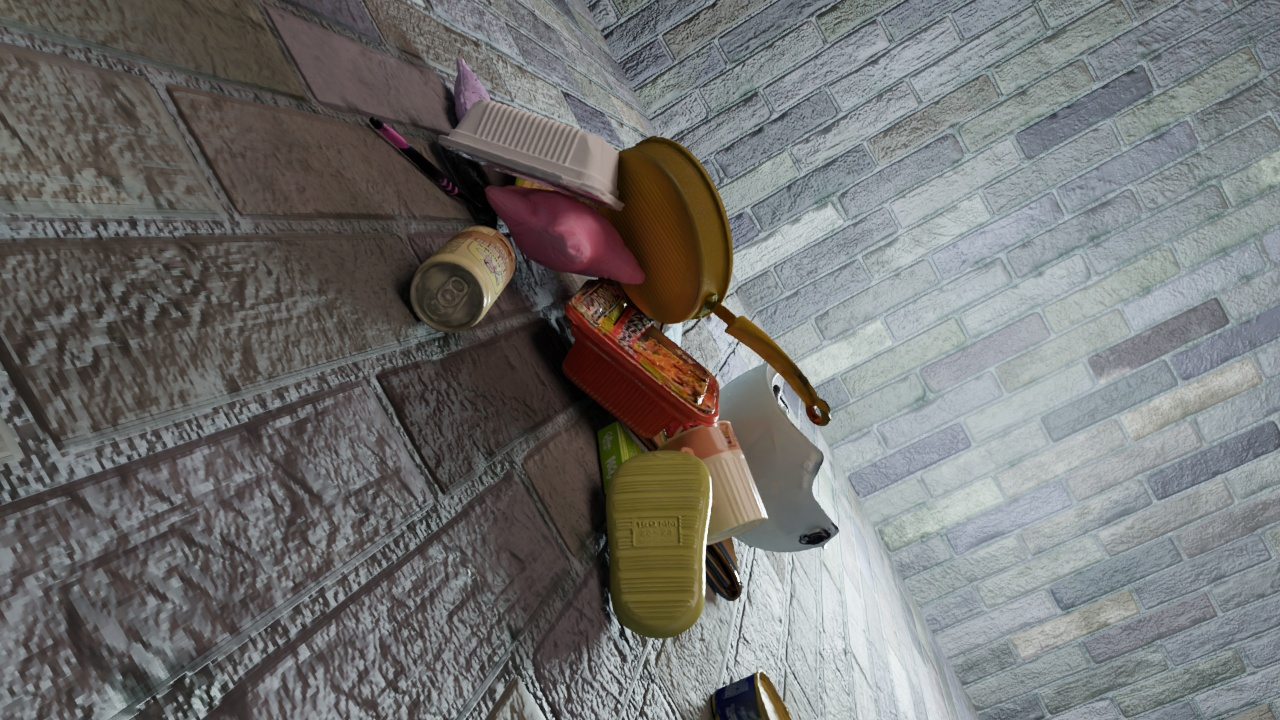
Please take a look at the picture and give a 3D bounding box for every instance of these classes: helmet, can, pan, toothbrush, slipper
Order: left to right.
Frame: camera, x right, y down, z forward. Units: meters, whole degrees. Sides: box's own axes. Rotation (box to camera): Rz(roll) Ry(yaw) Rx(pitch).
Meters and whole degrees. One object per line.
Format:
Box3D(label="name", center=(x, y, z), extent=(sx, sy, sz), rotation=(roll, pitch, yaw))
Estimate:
Box3D(label="toothbrush", center=(-0.183, -0.165, 0.837), extent=(0.189, 0.014, 0.017), rotation=(39, 35, -57))
Box3D(label="can", center=(-0.135, -0.065, 0.710), extent=(0.058, 0.058, 0.116), rotation=(58, 14, -15))
Box3D(label="slipper", center=(0.014, 0.161, 0.780), extent=(0.190, 0.091, 0.082), rotation=(-86, 178, -49))
Box3D(label="pan", center=(0.075, -0.073, 0.956), extent=(0.357, 0.078, 0.198), rotation=(60, -28, 15))
Box3D(label="helmet", center=(0.145, 0.139, 1.155), extent=(0.259, 0.146, 0.228), rotation=(71, 4, -46))
Box3D(label="can", center=(0.117, 0.355, 0.815), extent=(0.148, 0.049, 0.074), rotation=(64, 14, 13))

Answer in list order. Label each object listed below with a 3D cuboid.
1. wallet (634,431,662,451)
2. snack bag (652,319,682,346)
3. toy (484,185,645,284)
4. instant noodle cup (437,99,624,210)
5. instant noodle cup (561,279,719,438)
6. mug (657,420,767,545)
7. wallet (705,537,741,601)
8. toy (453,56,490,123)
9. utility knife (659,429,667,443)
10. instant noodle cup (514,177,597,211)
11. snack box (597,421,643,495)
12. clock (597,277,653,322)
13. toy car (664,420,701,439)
Box3D(label="wallet", center=(-0.010, 0.043, 1.052), extent=(0.115, 0.020, 0.101), rotation=(54, 14, -39))
Box3D(label="snack bag", center=(0.029, -0.020, 1.181), extent=(0.039, 0.110, 0.190), rotation=(18, 10, 4))
Box3D(label="toy", center=(-0.084, -0.136, 0.952), extent=(0.178, 0.075, 0.194), rotation=(35, 11, 22))
Box3D(label="instant noodle cup", center=(-0.100, -0.209, 0.920), extent=(0.173, 0.060, 0.138), rotation=(18, 5, 10))
Box3D(label="instant noodle cup", center=(-0.006, 0.006, 0.937), extent=(0.189, 0.079, 0.164), rotation=(38, 16, -4))
Box3D(label="mug", center=(0.067, 0.123, 0.917), extent=(0.114, 0.082, 0.105), rotation=(20, 45, -64))
Box3D(label="wallet", center=(0.083, 0.205, 1.040), extent=(0.090, 0.033, 0.115), rotation=(60, 12, -19))
Box3D(label="toy", center=(-0.182, -0.275, 1.013), extent=(0.108, 0.039, 0.084), rotation=(-107, 171, -46))
Box3D(label="utility knife", center=(0.037, 0.125, 1.051), extent=(0.031, 0.020, 0.188), rotation=(56, 6, -38))
Box3D(label="instant noodle cup", center=(-0.100, -0.213, 1.072), extent=(0.112, 0.112, 0.123), rotation=(52, 7, -33))
Box3D(label="snack box", center=(0.010, 0.138, 0.910), extent=(0.156, 0.026, 0.085), rotation=(52, 16, -37))
Box3D(label="clock", center=(-0.024, -0.080, 1.171), extent=(0.082, 0.055, 0.121), rotation=(55, 14, -24))
Box3D(label="toy car", center=(0.059, 0.092, 1.078), extent=(0.045, 0.053, 0.120), rotation=(16, 30, -33))
